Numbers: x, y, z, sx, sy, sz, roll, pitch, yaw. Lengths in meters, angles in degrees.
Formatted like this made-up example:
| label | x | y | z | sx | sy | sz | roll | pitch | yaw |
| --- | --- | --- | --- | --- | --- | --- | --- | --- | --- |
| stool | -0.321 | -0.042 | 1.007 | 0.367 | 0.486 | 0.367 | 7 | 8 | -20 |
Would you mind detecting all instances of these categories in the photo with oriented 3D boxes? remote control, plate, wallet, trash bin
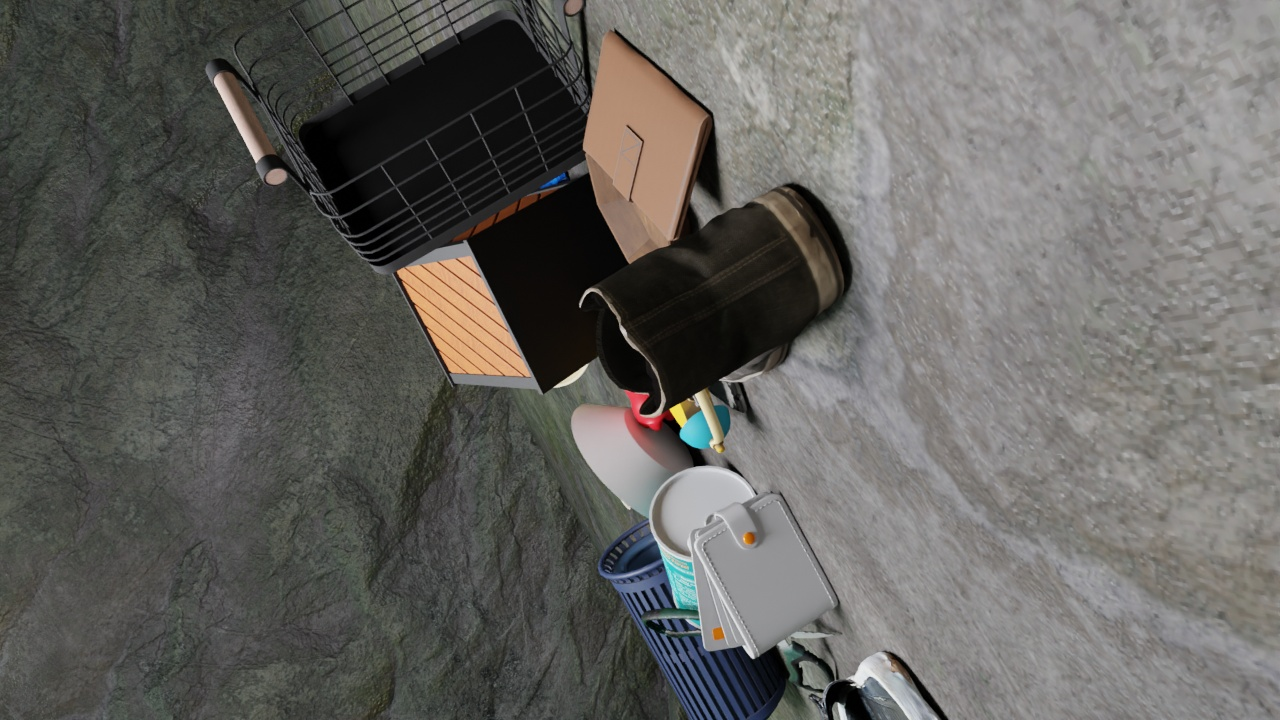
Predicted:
| label | x | y | z | sx | sy | sz | roll | pitch | yaw |
| --- | --- | --- | --- | --- | --- | --- | --- | --- | --- |
| remote control | 0.050 | 0.006 | 0.773 | 0.136 | 0.013 | 0.033 | 37 | 154 | 58 |
| plate | 0.003 | -0.109 | 0.677 | 0.131 | 0.025 | 0.131 | 57 | 167 | 20 |
| plate | 0.008 | 0.096 | 0.963 | 0.174 | 0.036 | 0.173 | 35 | -159 | -16 |
| wallet | 0.001 | -0.143 | 0.582 | 0.121 | 0.013 | 0.088 | 52 | 141 | 37 |
| trash bin | -0.110 | -0.068 | 0.834 | 0.172 | 0.139 | 0.140 | 1 | 121 | 53 |
| wallet | 0.088 | 0.182 | 0.765 | 0.118 | 0.115 | 0.037 | 61 | 168 | -1 |
| trash bin | 0.069 | 0.318 | 1.099 | 0.249 | 0.139 | 0.139 | 62 | 168 | -11 |

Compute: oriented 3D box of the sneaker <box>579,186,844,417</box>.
| label | x | y | z | sx | sy | sz | roll | pitch | yaw |
| --- | --- | --- | --- | --- | --- | --- | --- | --- | --- |
| sneaker | 0.029 | -0.017 | 0.559 | 0.095 | 0.119 | 0.235 | 61 | 170 | 2 |

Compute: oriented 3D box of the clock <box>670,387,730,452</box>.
| label | x | y | z | sx | sy | sz | roll | pitch | yaw |
| --- | --- | --- | --- | --- | --- | --- | --- | --- | --- |
| clock | 0.034 | 0.020 | 0.737 | 0.099 | 0.043 | 0.129 | 65 | 173 | -19 |

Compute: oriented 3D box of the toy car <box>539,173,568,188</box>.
| label | x | y | z | sx | sy | sz | roll | pitch | yaw |
| --- | --- | --- | --- | --- | --- | --- | --- | --- | --- |
| toy car | -0.102 | -0.156 | 0.907 | 0.033 | 0.061 | 0.092 | 55 | 166 | 26 |

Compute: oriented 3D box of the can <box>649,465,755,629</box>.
| label | x | y | z | sx | sy | sz | roll | pitch | yaw |
| --- | --- | --- | --- | --- | --- | --- | --- | --- | --- |
| can | 0.069 | 0.183 | 0.880 | 0.099 | 0.099 | 0.144 | 51 | 164 | 40 |

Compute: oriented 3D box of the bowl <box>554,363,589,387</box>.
| label | x | y | z | sx | sy | sz | roll | pitch | yaw |
| --- | --- | --- | --- | --- | --- | --- | --- | --- | --- |
| bowl | -0.104 | -0.052 | 1.046 | 0.151 | 0.075 | 0.151 | 13 | 121 | 22 |

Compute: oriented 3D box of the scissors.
| label | x | y | z | sx | sy | sz | roll | pitch | yaw |
| --- | --- | --- | --- | --- | --- | --- | --- | --- | --- |
| scissors | 0.100 | 0.272 | 0.882 | 0.206 | 0.015 | 0.202 | 1 | 140 | 25 |

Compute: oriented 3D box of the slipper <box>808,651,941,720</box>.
| label | x | y | z | sx | sy | sz | roll | pitch | yaw |
| --- | --- | --- | --- | --- | --- | --- | --- | --- | --- |
| slipper | 0.194 | 0.322 | 0.782 | 0.111 | 0.063 | 0.264 | 55 | 164 | 26 |

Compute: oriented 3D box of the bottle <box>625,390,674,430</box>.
| label | x | y | z | sx | sy | sz | roll | pitch | yaw |
| --- | --- | --- | --- | --- | --- | --- | --- | --- | --- |
| bottle | -0.006 | 0.005 | 0.923 | 0.141 | 0.042 | 0.042 | 66 | 167 | -22 |

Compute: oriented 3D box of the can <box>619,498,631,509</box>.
| label | x | y | z | sx | sy | sz | roll | pitch | yaw |
| --- | --- | --- | --- | --- | --- | --- | --- | --- | --- |
| can | 0.004 | 0.128 | 1.076 | 0.067 | 0.076 | 0.067 | 57 | 167 | 20 |

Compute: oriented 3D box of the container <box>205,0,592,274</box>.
| label | x | y | z | sx | sy | sz | roll | pitch | yaw |
| --- | --- | --- | --- | --- | --- | --- | --- | --- | --- |
| container | -0.160 | -0.198 | 0.671 | 0.162 | 0.241 | 0.130 | 56 | 175 | 21 |
